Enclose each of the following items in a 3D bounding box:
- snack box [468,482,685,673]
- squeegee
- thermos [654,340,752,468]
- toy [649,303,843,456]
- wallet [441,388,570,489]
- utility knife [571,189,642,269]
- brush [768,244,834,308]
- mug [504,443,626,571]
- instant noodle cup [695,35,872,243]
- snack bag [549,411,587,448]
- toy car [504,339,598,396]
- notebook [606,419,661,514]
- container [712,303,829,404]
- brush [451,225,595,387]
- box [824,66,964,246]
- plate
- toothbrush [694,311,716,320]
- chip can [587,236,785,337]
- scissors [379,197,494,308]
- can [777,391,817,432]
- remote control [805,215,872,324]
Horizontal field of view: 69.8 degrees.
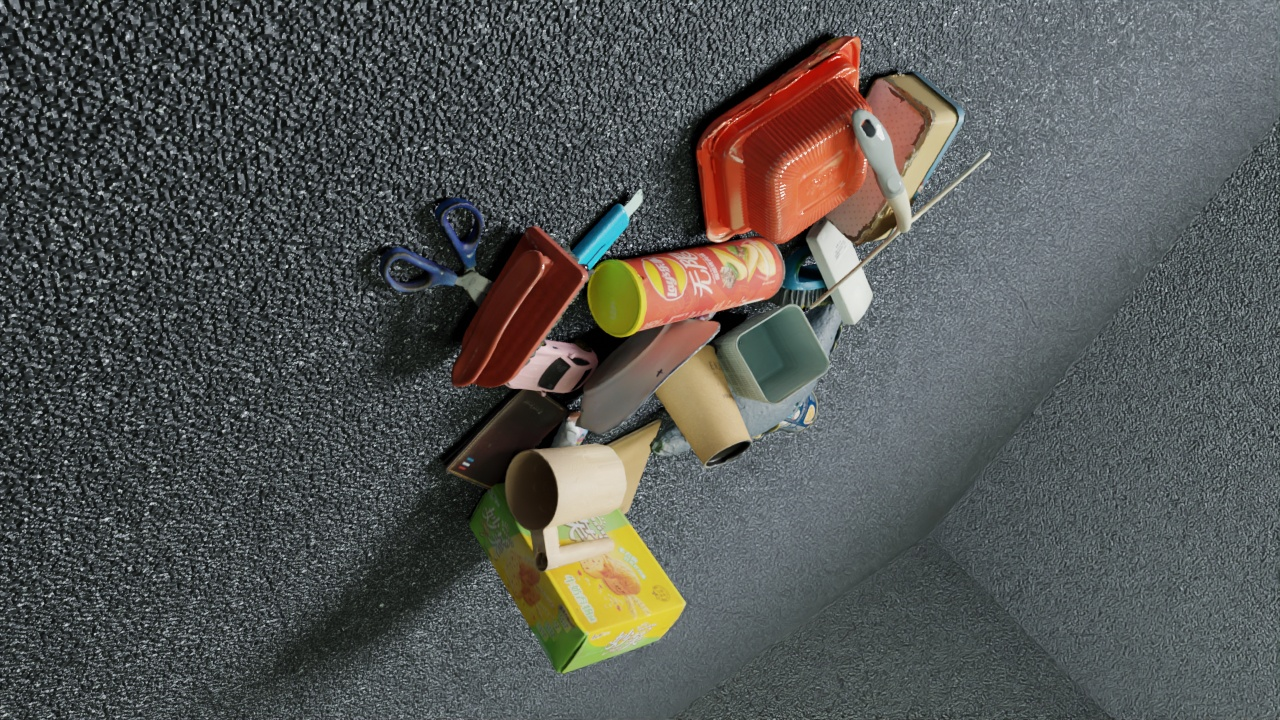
[{"bbox_3d":[-0.072,0.226,1.021,0.157,0.210,0.070,-1,134,-46],"label":"snack box"},{"bbox_3d":[0.238,-0.163,0.871,0.246,0.039,0.246,-41,151,6],"label":"squeegee"},{"bbox_3d":[0.067,0.045,1.040,0.093,0.143,0.093,-24,157,-11],"label":"thermos"},{"bbox_3d":[0.155,0.026,1.175,0.355,0.091,0.138,-38,139,-15],"label":"toy"},{"bbox_3d":[-0.136,0.078,0.943,0.122,0.020,0.096,-44,153,1],"label":"wallet"},{"bbox_3d":[-0.053,-0.086,0.807,0.166,0.018,0.034,-48,154,9],"label":"utility knife"},{"bbox_3d":[0.207,-0.103,1.095,0.143,0.055,0.074,-13,118,-44],"label":"brush"},{"bbox_3d":[-0.074,0.151,0.971,0.084,0.124,0.103,-16,171,42],"label":"mug"},{"bbox_3d":[0.143,-0.187,0.850,0.188,0.079,0.165,-35,151,-9],"label":"instant noodle cup"},{"bbox_3d":[-0.082,0.091,1.025,0.045,0.026,0.106,-7,136,-43],"label":"snack bag"},{"bbox_3d":[-0.086,0.007,0.884,0.122,0.037,0.056,7,125,-55],"label":"toy car"},{"bbox_3d":[-0.052,0.171,1.202,0.149,0.012,0.212,-24,149,-33],"label":"notebook"},{"bbox_3d":[0.144,-0.006,1.066,0.090,0.090,0.111,-32,-174,-13],"label":"container"},{"bbox_3d":[-0.104,-0.035,0.745,0.146,0.063,0.069,-52,167,26],"label":"brush"},{"bbox_3d":[0.255,-0.212,0.951,0.059,0.089,0.185,-15,147,-35],"label":"box"},{"bbox_3d":[-0.005,0.005,0.924,0.163,0.034,0.164,-44,-169,-12],"label":"plate"},{"bbox_3d":[0.080,-0.052,1.024,0.187,0.017,0.016,-39,157,-15],"label":"toothbrush"},{"bbox_3d":[0.051,-0.076,0.900,0.216,0.073,0.073,-15,143,-42],"label":"chip can"},{"bbox_3d":[-0.146,-0.063,0.725,0.146,0.012,0.170,-27,151,-30],"label":"scissors"},{"bbox_3d":[0.198,0.060,1.298,0.075,0.075,0.111,-48,153,13],"label":"can"},{"bbox_3d":[0.233,-0.107,1.067,0.056,0.019,0.135,-53,127,-30],"label":"remote control"}]
